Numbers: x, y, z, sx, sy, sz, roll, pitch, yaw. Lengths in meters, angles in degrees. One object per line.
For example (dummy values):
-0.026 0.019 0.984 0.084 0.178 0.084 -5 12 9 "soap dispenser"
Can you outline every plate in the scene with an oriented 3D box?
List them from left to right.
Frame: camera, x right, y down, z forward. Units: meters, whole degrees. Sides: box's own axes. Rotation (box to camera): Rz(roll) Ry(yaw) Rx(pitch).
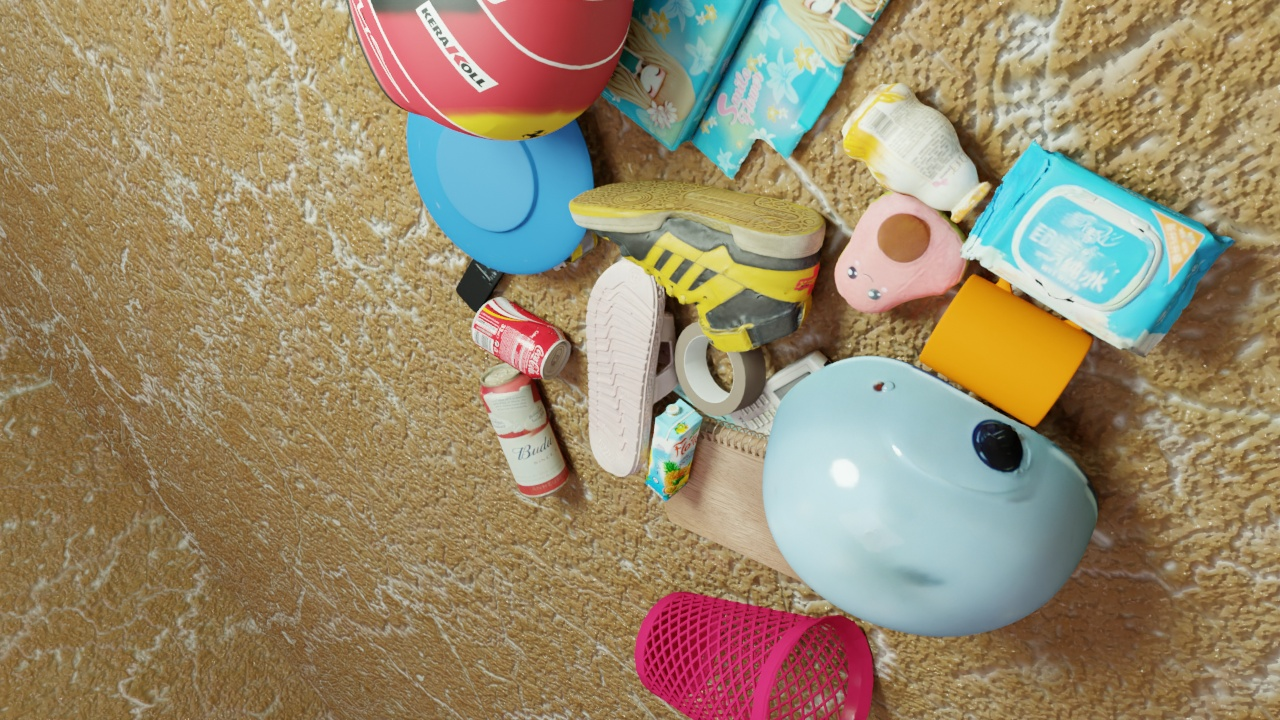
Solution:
-0.147 -0.185 0.897 0.224 0.024 0.225 16 124 24 "plate"

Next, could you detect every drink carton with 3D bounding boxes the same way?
0.033 0.093 0.942 0.038 0.044 0.129 39 147 24 "drink carton"

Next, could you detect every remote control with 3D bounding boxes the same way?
-0.171 -0.108 1.047 0.041 0.020 0.152 48 138 3 "remote control"
0.141 0.040 0.877 0.060 0.025 0.139 51 139 -2 "remote control"

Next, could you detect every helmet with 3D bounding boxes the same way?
-0.114 -0.309 0.706 0.225 0.197 0.271 -14 93 50 "helmet"
0.219 0.130 0.737 0.266 0.166 0.226 22 149 7 "helmet"

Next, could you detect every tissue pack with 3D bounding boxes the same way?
0.296 -0.075 0.611 0.144 0.061 0.093 35 117 18 "tissue pack"

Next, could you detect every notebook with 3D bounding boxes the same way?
0.090 0.131 0.967 0.211 0.022 0.169 16 131 46 "notebook"

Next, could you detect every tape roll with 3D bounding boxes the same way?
0.076 0.005 0.884 0.094 0.030 0.094 21 119 44 "tape roll"

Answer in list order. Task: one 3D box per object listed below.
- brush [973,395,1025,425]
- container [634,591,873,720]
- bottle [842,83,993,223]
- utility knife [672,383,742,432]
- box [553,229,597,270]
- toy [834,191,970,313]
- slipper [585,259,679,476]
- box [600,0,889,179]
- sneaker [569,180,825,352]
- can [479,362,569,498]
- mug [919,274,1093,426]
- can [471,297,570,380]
0.275 0.073 0.789 0.048 0.017 0.127 41 139 10 "brush"
0.113 0.351 1.036 0.226 0.182 0.183 5 123 48 "container"
0.199 -0.146 0.657 0.109 0.062 0.063 44 139 7 "bottle"
0.079 0.052 0.950 0.120 0.015 0.022 37 106 13 "utility knife"
-0.119 -0.191 0.935 0.210 0.044 0.066 56 152 -8 "box"
0.199 -0.078 0.717 0.090 0.051 0.110 46 140 7 "toy"
-0.006 0.006 0.950 0.094 0.064 0.240 26 121 38 "slipper"
0.074 -0.252 0.716 0.182 0.039 0.227 41 138 10 "box"
0.047 -0.085 0.817 0.239 0.085 0.122 15 124 29 "sneaker"
-0.143 0.087 1.132 0.067 0.067 0.170 3 121 40 "can"
0.279 -0.023 0.680 0.096 0.077 0.113 33 109 18 "mug"
-0.136 -0.024 1.044 0.105 0.064 0.064 30 135 22 "can"
